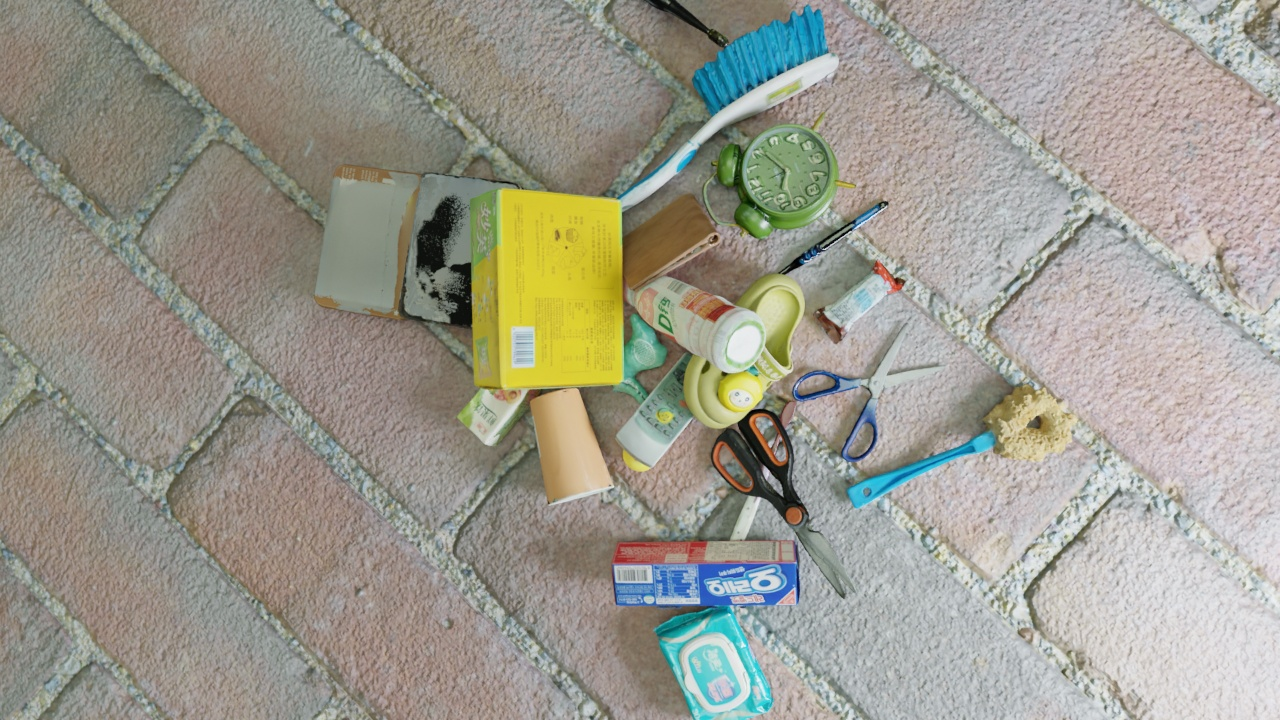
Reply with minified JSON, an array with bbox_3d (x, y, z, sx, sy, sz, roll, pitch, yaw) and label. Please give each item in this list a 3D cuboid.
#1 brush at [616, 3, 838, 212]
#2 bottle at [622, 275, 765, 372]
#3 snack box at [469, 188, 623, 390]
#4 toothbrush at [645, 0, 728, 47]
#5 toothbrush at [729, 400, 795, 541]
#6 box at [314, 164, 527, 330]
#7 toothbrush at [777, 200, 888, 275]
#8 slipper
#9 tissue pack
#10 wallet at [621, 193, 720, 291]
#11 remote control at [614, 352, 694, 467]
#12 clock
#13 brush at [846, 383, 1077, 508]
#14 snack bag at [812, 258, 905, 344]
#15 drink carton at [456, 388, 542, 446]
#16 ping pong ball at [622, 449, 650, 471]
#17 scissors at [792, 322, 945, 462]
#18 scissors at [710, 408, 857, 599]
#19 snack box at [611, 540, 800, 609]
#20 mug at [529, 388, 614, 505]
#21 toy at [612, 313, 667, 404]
[{"bbox_3d":[0.080,-0.280,1.039,0.315,0.060,0.109,-25,79,10],"label":"brush"},{"bbox_3d":[0.048,-0.050,0.994,0.197,0.068,0.068,31,94,47],"label":"bottle"},{"bbox_3d":[-0.100,-0.075,1.002,0.157,0.070,0.210,-2,92,-36],"label":"snack box"},{"bbox_3d":[0.020,-0.414,1.043,0.212,0.027,0.026,42,101,21],"label":"toothbrush"},{"bbox_3d":[0.139,0.132,1.047,0.016,0.017,0.187,21,94,5],"label":"toothbrush"},{"bbox_3d":[-0.260,-0.132,1.084,0.260,0.082,0.177,10,90,12],"label":"box"},{"bbox_3d":[0.202,-0.126,1.042,0.189,0.016,0.014,-34,89,5],"label":"toothbrush"},{"bbox_3d":[0.123,-0.010,1.005,0.091,0.082,0.190,35,86,-25],"label":"slipper"},{"bbox_3d":[0.082,0.342,1.033,0.093,0.050,0.133,-27,85,8],"label":"tissue pack"},{"bbox_3d":[0.026,-0.133,1.034,0.115,0.101,0.020,-32,128,8],"label":"wallet"},{"bbox_3d":[0.032,0.056,1.039,0.056,0.019,0.135,40,74,6],"label":"remote control"},{"bbox_3d":[0.149,-0.202,1.031,0.161,0.056,0.116,-23,85,8],"label":"clock"},{"bbox_3d":[0.349,0.102,1.008,0.255,0.045,0.083,-25,89,11],"label":"brush"},{"bbox_3d":[0.245,-0.067,1.029,0.105,0.026,0.045,-41,93,6],"label":"snack bag"},{"bbox_3d":[-0.154,0.038,1.075,0.053,0.045,0.122,40,93,16],"label":"drink carton"},{"bbox_3d":[0.000,0.107,1.054,0.040,0.040,0.040,0,89,8],"label":"ping pong ball"},{"bbox_3d":[0.253,0.035,1.034,0.174,0.012,0.162,5,89,7],"label":"scissors"},{"bbox_3d":[0.154,0.167,1.012,0.149,0.021,0.234,-19,76,29],"label":"scissors"},{"bbox_3d":[0.074,0.238,1.027,0.207,0.058,0.057,-3,105,9],"label":"snack box"},{"bbox_3d":[-0.084,0.098,1.053,0.078,0.078,0.122,-18,81,7],"label":"mug"},{"bbox_3d":[-0.006,0.006,1.060,0.092,0.030,0.096,-38,91,25],"label":"toy"}]
